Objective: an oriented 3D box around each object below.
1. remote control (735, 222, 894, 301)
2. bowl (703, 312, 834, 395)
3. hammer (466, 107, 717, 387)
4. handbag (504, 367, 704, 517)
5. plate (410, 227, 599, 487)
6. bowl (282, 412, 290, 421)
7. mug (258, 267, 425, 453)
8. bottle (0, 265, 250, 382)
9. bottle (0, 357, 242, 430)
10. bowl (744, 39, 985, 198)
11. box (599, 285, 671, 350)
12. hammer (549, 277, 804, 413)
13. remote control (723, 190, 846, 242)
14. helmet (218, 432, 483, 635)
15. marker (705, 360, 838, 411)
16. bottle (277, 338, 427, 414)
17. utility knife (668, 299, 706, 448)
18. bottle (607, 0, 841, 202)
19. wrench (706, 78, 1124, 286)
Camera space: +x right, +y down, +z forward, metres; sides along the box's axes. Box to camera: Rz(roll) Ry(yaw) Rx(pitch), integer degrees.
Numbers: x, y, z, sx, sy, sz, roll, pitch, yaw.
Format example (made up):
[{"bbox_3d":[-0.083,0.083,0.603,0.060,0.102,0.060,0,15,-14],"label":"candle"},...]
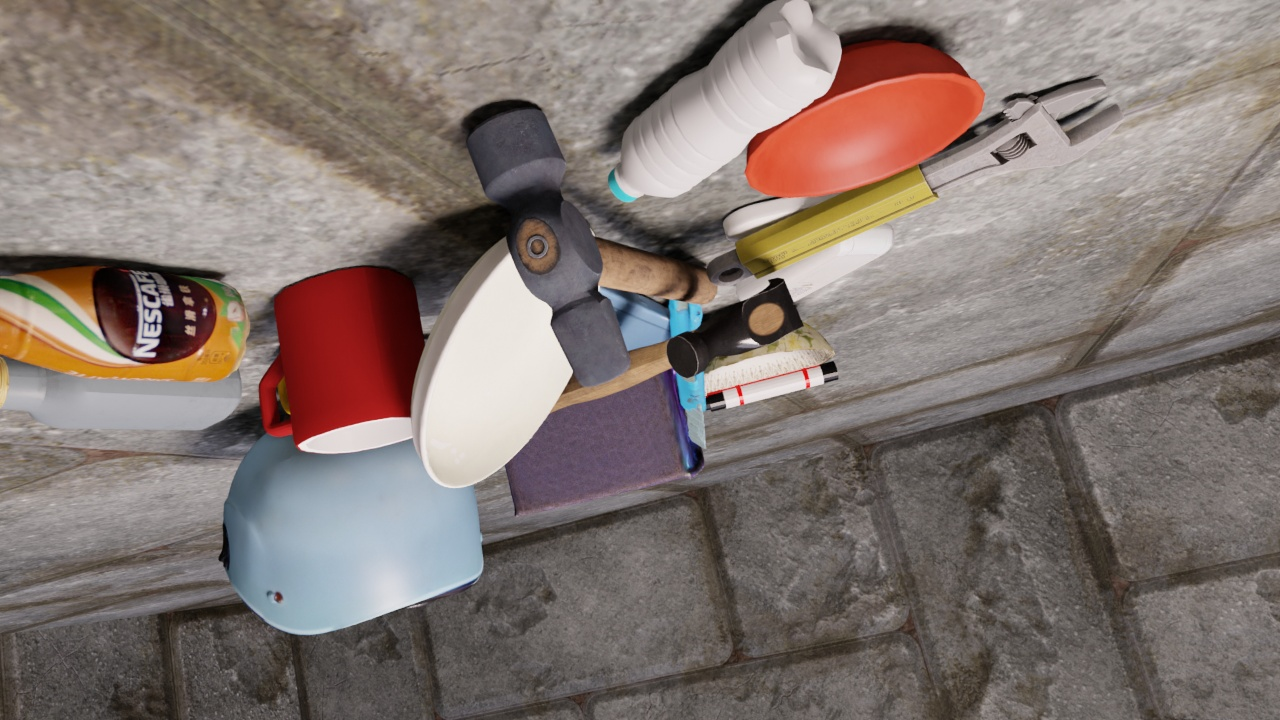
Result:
[{"bbox_3d":[0.136,-0.075,0.730,0.060,0.025,0.139,-5,167,-31],"label":"remote control"},{"bbox_3d":[0.104,-0.016,0.863,0.145,0.063,0.145,-13,166,-3],"label":"bowl"},{"bbox_3d":[0.002,-0.053,0.559,0.040,0.129,0.321,-24,174,16],"label":"hammer"},{"bbox_3d":[-0.046,0.073,0.940,0.205,0.125,0.222,-14,179,2],"label":"handbag"},{"bbox_3d":[-0.087,-0.009,0.570,0.034,0.182,0.182,27,178,17],"label":"plate"},{"bbox_3d":[-0.234,0.033,0.754,0.119,0.032,0.119,-2,-171,0],"label":"bowl"},{"bbox_3d":[-0.195,0.006,0.588,0.116,0.096,0.080,-16,167,13],"label":"mug"},{"bbox_3d":[-0.290,-0.020,0.467,0.059,0.059,0.166,-23,164,35],"label":"bottle"},{"bbox_3d":[-0.351,0.018,0.597,0.072,0.046,0.161,-21,165,30],"label":"bottle"},{"bbox_3d":[0.109,-0.126,0.470,0.122,0.035,0.122,-13,167,-3],"label":"bowl"},{"bbox_3d":[-0.049,-0.022,0.746,0.127,0.039,0.209,-17,166,20],"label":"box"},{"bbox_3d":[-0.004,0.004,0.697,0.132,0.040,0.306,-25,-177,-36],"label":"hammer"},{"bbox_3d":[0.124,-0.104,0.625,0.136,0.013,0.043,-13,167,-2],"label":"remote control"},{"bbox_3d":[-0.262,0.124,0.836,0.225,0.167,0.266,-9,-167,-39],"label":"helmet"},{"bbox_3d":[0.113,0.027,0.864,0.145,0.019,0.019,-14,167,1],"label":"marker"},{"bbox_3d":[-0.181,0.010,0.713,0.185,0.053,0.053,-3,163,-38],"label":"bottle"},{"bbox_3d":[0.045,0.010,0.801,0.031,0.015,0.198,15,139,24],"label":"utility knife"},{"bbox_3d":[0.031,-0.113,0.430,0.044,0.044,0.137,-2,163,-40],"label":"bottle"},{"bbox_3d":[0.168,-0.107,0.593,0.274,0.018,0.083,-24,152,19],"label":"wrench"}]
